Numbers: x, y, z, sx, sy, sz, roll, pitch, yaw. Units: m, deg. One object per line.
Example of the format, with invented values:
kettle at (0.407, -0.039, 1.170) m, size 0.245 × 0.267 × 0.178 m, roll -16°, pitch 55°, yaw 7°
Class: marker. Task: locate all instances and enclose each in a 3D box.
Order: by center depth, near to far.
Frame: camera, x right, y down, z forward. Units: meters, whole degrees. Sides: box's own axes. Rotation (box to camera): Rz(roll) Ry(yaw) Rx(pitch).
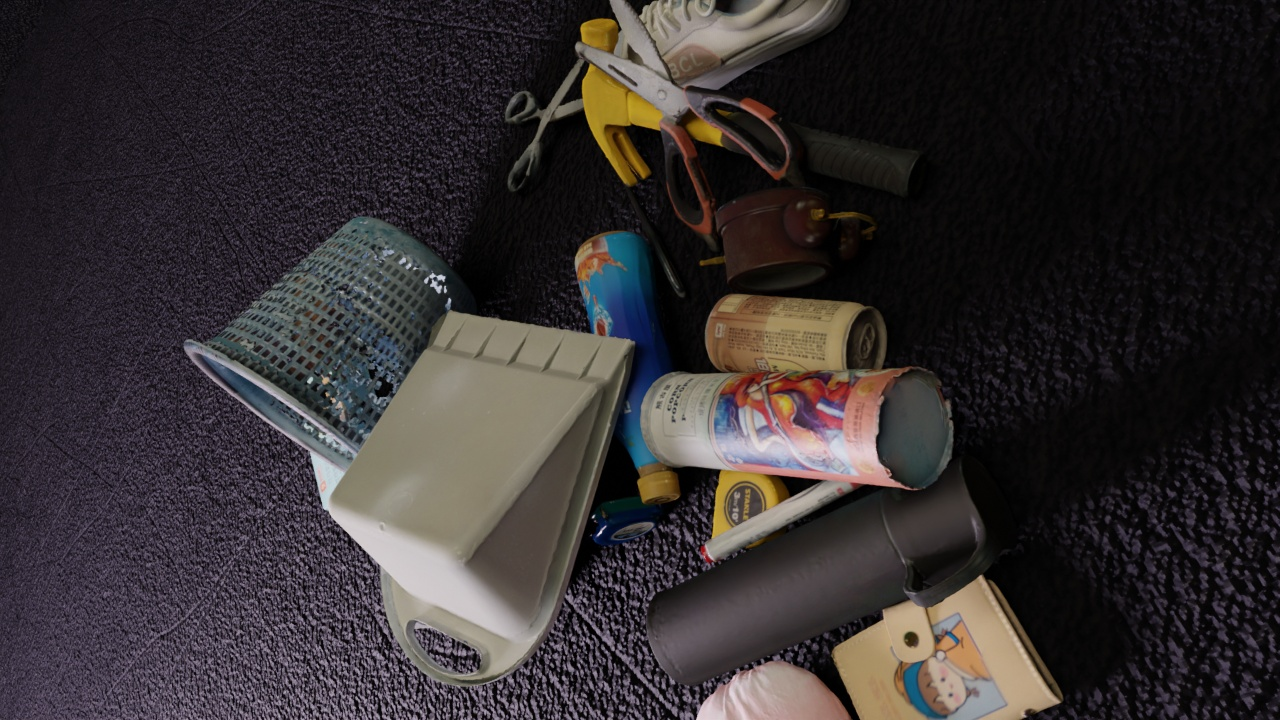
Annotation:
marker at (0.105, 0.096, 0.606) m, size 0.145 × 0.017 × 0.017 m, roll -30°, pitch 60°, yaw 13°

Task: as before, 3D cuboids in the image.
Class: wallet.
wallet at (0.176, 0.184, 0.548) m, size 0.115 × 0.024 × 0.087 m, roll -41°, pitch 61°, yaw 29°

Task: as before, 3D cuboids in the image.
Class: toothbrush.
toothbrush at (0.005, -0.122, 0.778) m, size 0.018 × 0.015 × 0.181 m, roll -35°, pitch 58°, yaw 20°

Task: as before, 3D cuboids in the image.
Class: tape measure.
tape measure at (0.080, 0.105, 0.648) m, size 0.057 × 0.028 × 0.060 m, roll -2°, pitch 79°, yaw 42°
tape measure at (-0.014, 0.122, 0.709) m, size 0.055 × 0.058 × 0.025 m, roll -50°, pitch 50°, yaw 49°

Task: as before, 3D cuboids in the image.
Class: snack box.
snack box at (-0.322, 0.074, 0.999) m, size 0.074 × 0.051 × 0.174 m, roll -44°, pitch 54°, yaw 25°

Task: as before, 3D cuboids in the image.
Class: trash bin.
trash bin at (-0.265, -0.017, 0.860) m, size 0.227 × 0.226 × 0.194 m, roll 13°, pitch 61°, yaw 43°

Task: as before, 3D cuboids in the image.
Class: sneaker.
sneaker at (0.040, -0.268, 0.731) m, size 0.243 × 0.090 × 0.089 m, roll -9°, pitch 73°, yaw 41°

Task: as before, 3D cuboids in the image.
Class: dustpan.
dustpan at (-0.124, 0.111, 0.734) m, size 0.223 × 0.143 × 0.257 m, roll 10°, pitch 55°, yaw 38°

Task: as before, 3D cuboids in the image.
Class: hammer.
hammer at (0.070, -0.172, 0.691) m, size 0.301 × 0.032 × 0.129 m, roll 24°, pitch 135°, yaw 34°

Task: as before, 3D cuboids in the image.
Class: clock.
clock at (0.105, -0.085, 0.635) m, size 0.122 × 0.082 × 0.055 m, roll -13°, pitch 75°, yaw 40°

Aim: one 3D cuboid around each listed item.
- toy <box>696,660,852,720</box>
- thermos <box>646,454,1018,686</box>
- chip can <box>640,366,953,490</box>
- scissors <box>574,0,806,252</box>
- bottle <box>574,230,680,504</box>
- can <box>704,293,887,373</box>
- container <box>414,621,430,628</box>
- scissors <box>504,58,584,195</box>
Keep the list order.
toy at (0.094, 0.272, 0.576) m, size 0.121 × 0.054 × 0.159 m, roll -47°, pitch 50°, yaw 26°
thermos at (0.109, 0.142, 0.575) m, size 0.243 × 0.089 × 0.068 m, roll -34°, pitch 101°, yaw 32°
chip can at (0.091, 0.041, 0.591) m, size 0.215 × 0.071 × 0.071 m, roll -2°, pitch 78°, yaw 54°
scissors at (0.033, -0.182, 0.683) m, size 0.189 × 0.015 × 0.227 m, roll 6°, pitch 123°, yaw 46°
bottle at (-0.004, 0.004, 0.722) m, size 0.065 × 0.065 × 0.218 m, roll -28°, pitch 62°, yaw 34°
can at (0.105, -0.014, 0.633) m, size 0.116 × 0.058 × 0.058 m, roll 9°, pitch 86°, yaw 43°
container at (-0.138, 0.175, 0.787) m, size 0.115 × 0.090 × 0.090 m, roll -22°, pitch 66°, yaw 34°
scissors at (-0.089, -0.228, 0.866) m, size 0.180 × 0.014 × 0.159 m, roll 36°, pitch 114°, yaw 52°
